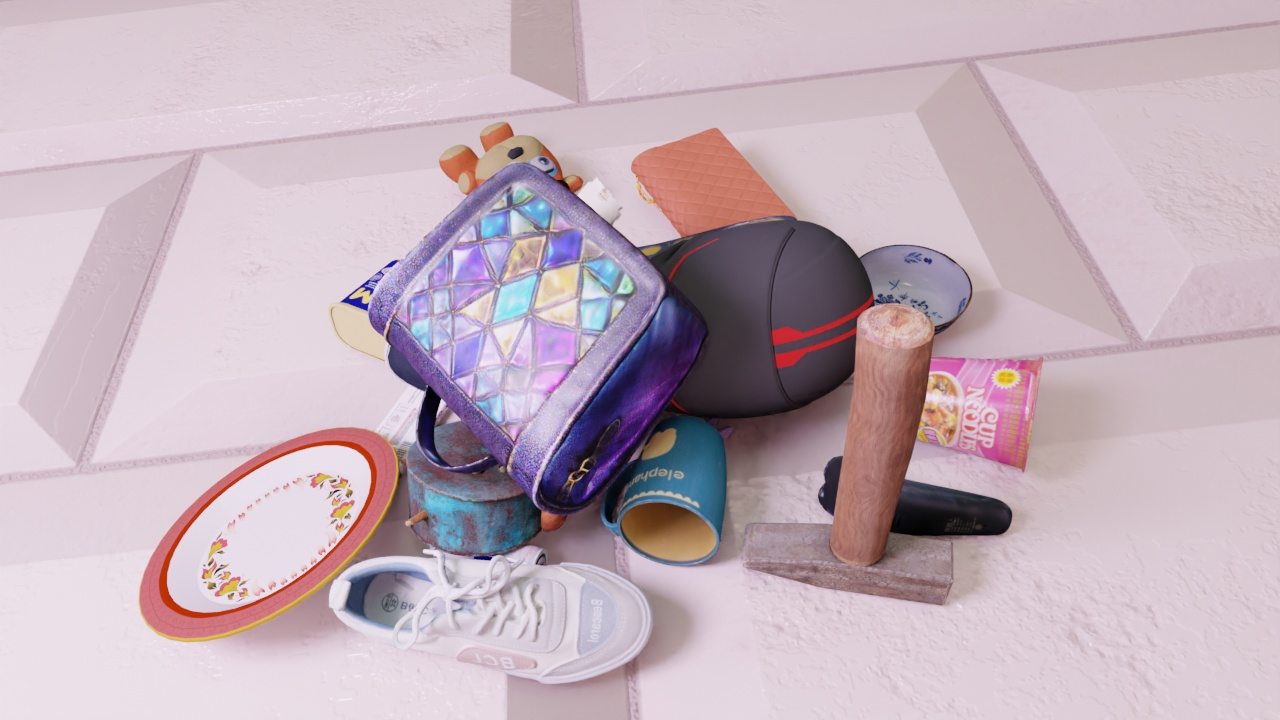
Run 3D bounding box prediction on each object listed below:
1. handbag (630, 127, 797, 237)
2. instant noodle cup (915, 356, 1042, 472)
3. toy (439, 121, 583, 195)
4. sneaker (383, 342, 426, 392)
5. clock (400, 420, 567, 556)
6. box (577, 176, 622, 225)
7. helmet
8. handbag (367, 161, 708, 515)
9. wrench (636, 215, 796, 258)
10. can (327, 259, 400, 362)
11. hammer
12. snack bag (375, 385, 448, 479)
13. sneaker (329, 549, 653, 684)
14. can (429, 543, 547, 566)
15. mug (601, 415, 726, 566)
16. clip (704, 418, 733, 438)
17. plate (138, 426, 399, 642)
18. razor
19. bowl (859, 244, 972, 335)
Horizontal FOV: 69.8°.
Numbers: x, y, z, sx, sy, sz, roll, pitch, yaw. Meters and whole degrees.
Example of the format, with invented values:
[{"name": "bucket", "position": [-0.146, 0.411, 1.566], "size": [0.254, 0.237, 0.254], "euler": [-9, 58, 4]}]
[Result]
[{"name": "handbag", "position": [0.074, -0.168, 0.990], "size": [0.108, 0.060, 0.171], "euler": [-20, 53, -18]}, {"name": "instant noodle cup", "position": [0.276, 0.037, 0.779], "size": [0.109, 0.098, 0.097], "euler": [9, 51, 22]}, {"name": "toy", "position": [-0.141, -0.203, 1.032], "size": [0.176, 0.096, 0.112], "euler": [41, 63, 20]}, {"name": "sneaker", "position": [-0.129, 0.013, 0.804], "size": [0.235, 0.084, 0.078], "euler": [9, 25, 16]}, {"name": "clock", "position": [-0.114, 0.096, 0.758], "size": [0.157, 0.073, 0.121], "euler": [-3, 27, -16]}, {"name": "box", "position": [-0.096, -0.082, 0.832], "size": [0.106, 0.193, 0.143], "euler": [-9, 39, -34]}, {"name": "helmet", "position": [0.111, -0.036, 0.796], "size": [0.170, 0.164, 0.263], "euler": [2, 20, 38]}, {"name": "handbag", "position": [-0.084, -0.007, 0.688], "size": [0.205, 0.125, 0.222], "euler": [43, 93, 25]}, {"name": "wrench", "position": [0.024, -0.107, 0.922], "size": [0.274, 0.022, 0.073], "euler": [-10, 50, 24]}, {"name": "can", "position": [-0.235, -0.047, 0.918], "size": [0.116, 0.057, 0.092], "euler": [20, 46, 21]}, {"name": "hammer", "position": [0.149, 0.072, 0.619], "size": [0.158, 0.301, 0.037], "euler": [6, 51, 11]}, {"name": "snack bag", "position": [-0.219, 0.065, 0.854], "size": [0.057, 0.013, 0.157], "euler": [12, 51, 20]}, {"name": "sneaker", "position": [-0.114, 0.187, 0.675], "size": [0.242, 0.091, 0.089], "euler": [3, 73, 12]}, {"name": "can", "position": [-0.125, 0.158, 0.752], "size": [0.095, 0.032, 0.032], "euler": [12, 52, 16]}, {"name": "mug", "position": [0.018, 0.105, 0.760], "size": [0.112, 0.084, 0.104], "euler": [-17, 36, 29]}, {"name": "clip", "position": [0.057, 0.067, 0.826], "size": [0.051, 0.013, 0.035], "euler": [-27, 51, -13]}, {"name": "plate", "position": [-0.303, 0.141, 0.763], "size": [0.230, 0.021, 0.229], "euler": [-16, 34, 11]}, {"name": "razor", "position": [0.223, 0.112, 0.749], "size": [0.151, 0.054, 0.067], "euler": [7, 33, 5]}, {"name": "bowl", "position": [0.257, -0.058, 0.888], "size": [0.114, 0.045, 0.114], "euler": [-3, 49, 3]}]
